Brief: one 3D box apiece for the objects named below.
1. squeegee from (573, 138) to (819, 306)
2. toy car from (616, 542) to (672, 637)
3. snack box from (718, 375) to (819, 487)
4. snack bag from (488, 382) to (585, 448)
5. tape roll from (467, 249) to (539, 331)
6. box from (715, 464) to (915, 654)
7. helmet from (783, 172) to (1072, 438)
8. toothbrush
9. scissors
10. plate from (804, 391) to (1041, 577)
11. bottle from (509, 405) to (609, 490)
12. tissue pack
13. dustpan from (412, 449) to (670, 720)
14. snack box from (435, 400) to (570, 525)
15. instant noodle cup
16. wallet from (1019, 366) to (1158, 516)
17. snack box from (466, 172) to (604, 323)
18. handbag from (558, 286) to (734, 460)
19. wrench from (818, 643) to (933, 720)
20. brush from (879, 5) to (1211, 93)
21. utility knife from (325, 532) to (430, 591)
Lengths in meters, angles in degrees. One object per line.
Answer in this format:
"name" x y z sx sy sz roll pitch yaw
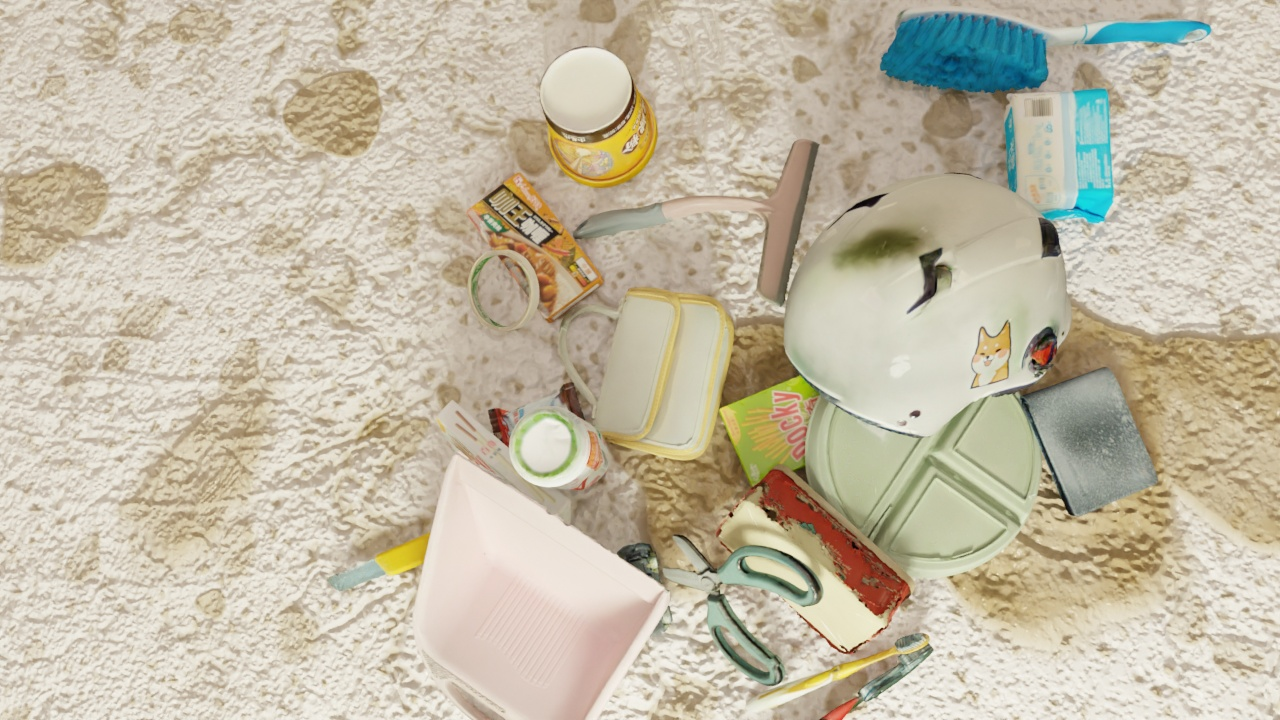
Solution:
"squeegee" 0.039 -0.147 0.927 0.250 0.040 0.247 -2 47 23
"toy car" 0.003 0.224 0.897 0.043 0.034 0.090 -16 80 2
"snack box" 0.165 0.058 0.907 0.156 0.026 0.085 -22 79 3
"snack bag" -0.107 0.057 0.937 0.104 0.026 0.048 -17 88 25
"tape roll" -0.144 -0.074 0.962 0.086 0.013 0.086 5 100 29
"box" 0.154 0.186 0.842 0.168 0.092 0.075 41 49 12
"helmet" 0.255 -0.077 0.813 0.273 0.157 0.230 -29 50 -10
"toothbrush" 0.175 0.286 0.840 0.192 0.018 0.016 -31 49 23
"scissors" 0.098 0.235 0.852 0.171 0.019 0.181 -1 112 36
"plate" 0.271 0.090 0.866 0.230 0.027 0.230 0 82 -3
"bottle" -0.065 0.086 0.847 0.068 0.197 0.068 -1 80 7
"tissue pack" 0.408 -0.202 0.900 0.090 0.063 0.140 0 78 11
"dustpan" -0.110 0.243 0.826 0.222 0.274 0.138 29 60 15
"snack box" -0.134 0.109 0.910 0.157 0.085 0.026 38 69 12
"instant noodle cup" -0.047 -0.255 0.949 0.118 0.114 0.118 -1 79 7
"wallet" 0.419 0.075 0.859 0.097 0.019 0.120 -18 81 -12
"snack box" -0.113 -0.121 0.979 0.075 0.026 0.153 -37 77 0
"handbag" -0.006 0.005 0.927 0.179 0.063 0.163 11 80 13
"wrench" 0.160 0.346 0.848 0.273 0.056 0.016 -39 58 4
"brush" 0.407 -0.317 0.923 0.315 0.061 0.109 11 59 10
"utility knife" -0.225 0.192 0.943 0.209 0.015 0.033 -22 79 1
